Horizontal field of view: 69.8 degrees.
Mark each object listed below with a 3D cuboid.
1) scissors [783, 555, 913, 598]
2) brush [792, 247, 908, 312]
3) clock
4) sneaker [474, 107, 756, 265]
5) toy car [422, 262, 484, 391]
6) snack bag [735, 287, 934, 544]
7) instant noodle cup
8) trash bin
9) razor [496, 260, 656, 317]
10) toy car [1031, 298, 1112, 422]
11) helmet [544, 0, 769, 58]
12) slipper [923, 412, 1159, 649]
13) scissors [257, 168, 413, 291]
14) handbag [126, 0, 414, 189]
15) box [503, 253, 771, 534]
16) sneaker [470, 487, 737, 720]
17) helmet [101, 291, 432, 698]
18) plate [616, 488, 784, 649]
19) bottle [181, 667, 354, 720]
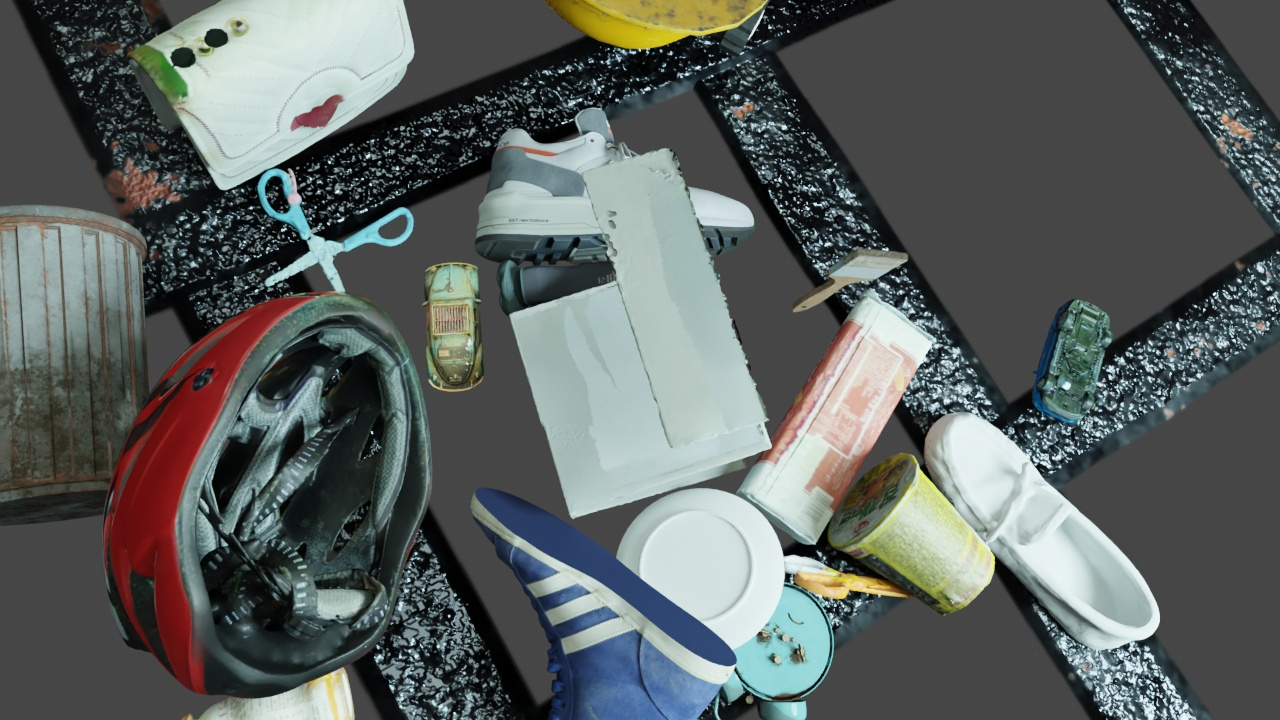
[{"bbox_3d":[0.172,0.182,0.760,0.130,0.070,0.013,13,98,-28],"label":"scissors"},{"bbox_3d":[0.163,-0.064,0.770,0.045,0.143,0.008,3,74,-20],"label":"brush"},{"bbox_3d":[0.097,0.234,0.719,0.090,0.053,0.124,30,70,-1],"label":"clock"},{"bbox_3d":[-0.024,-0.152,0.786,0.239,0.089,0.124,-4,78,-10],"label":"sneaker"},{"bbox_3d":[-0.152,-0.032,0.746,0.047,0.047,0.111,-4,75,-9],"label":"toy car"},{"bbox_3d":[0.171,0.047,0.796,0.077,0.041,0.224,36,69,-1],"label":"snack bag"},{"bbox_3d":[0.226,0.146,0.751,0.108,0.102,0.102,41,70,-5],"label":"instant noodle cup"},{"bbox_3d":[-0.412,-0.001,0.640,0.130,0.131,0.211,-8,77,-14],"label":"trash bin"},{"bbox_3d":[-0.051,-0.065,0.778,0.142,0.052,0.047,-7,89,-18],"label":"razor"},{"bbox_3d":[0.400,0.002,0.854,0.056,0.044,0.120,26,69,-4],"label":"toy car"},{"bbox_3d":[-0.008,-0.361,0.827,0.255,0.131,0.205,29,71,-3],"label":"helmet"},{"bbox_3d":[0.342,0.146,0.792,0.112,0.075,0.247,-36,82,-34],"label":"slipper"},{"bbox_3d":[-0.259,-0.110,0.767,0.135,0.015,0.135,-26,87,-15],"label":"scissors"},{"bbox_3d":[-0.284,-0.236,0.729,0.198,0.142,0.096,-39,87,-18],"label":"handbag"},{"bbox_3d":[-0.031,0.063,0.873,0.171,0.405,0.168,-14,78,-15],"label":"box"},{"bbox_3d":[-0.055,0.207,0.687,0.233,0.091,0.118,31,97,16],"label":"sneaker"},{"bbox_3d":[-0.243,0.082,0.617,0.167,0.217,0.271,6,71,25],"label":"helmet"},{"bbox_3d":[0.045,0.162,0.720,0.135,0.011,0.134,-5,61,10],"label":"plate"},{"bbox_3d":[-0.257,0.248,0.634,0.108,0.063,0.063,-11,77,-15],"label":"bottle"}]
